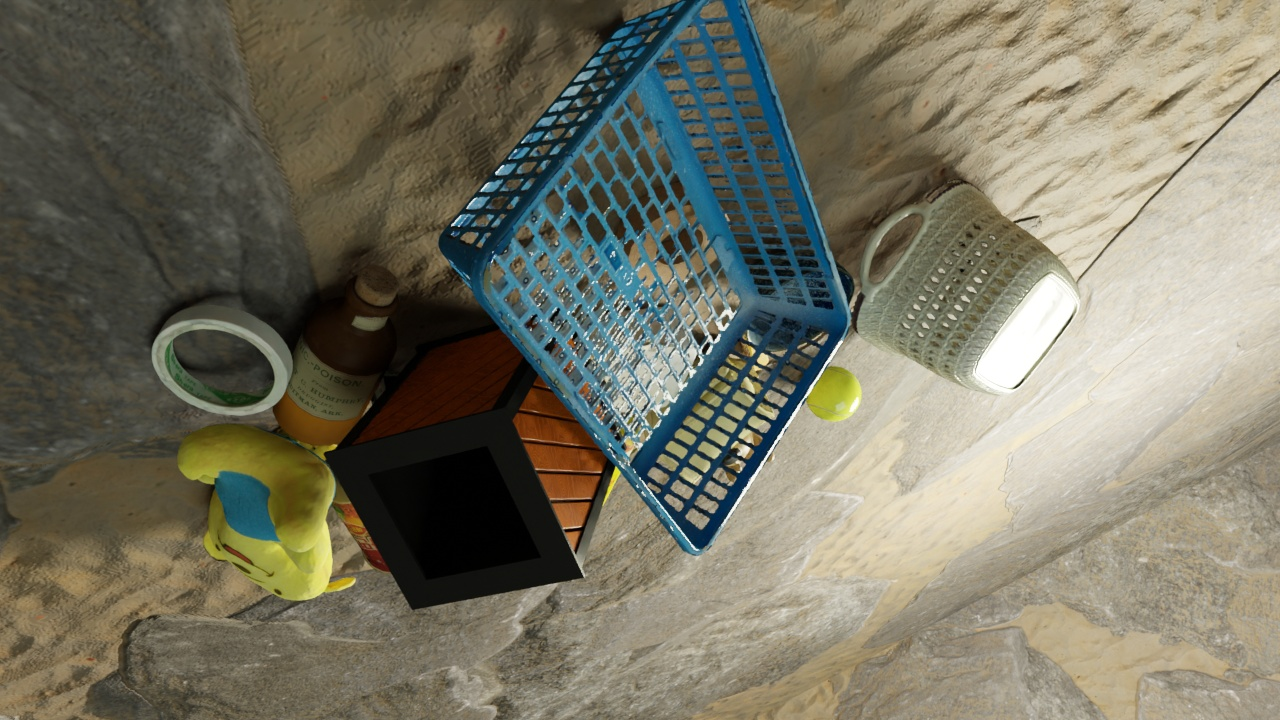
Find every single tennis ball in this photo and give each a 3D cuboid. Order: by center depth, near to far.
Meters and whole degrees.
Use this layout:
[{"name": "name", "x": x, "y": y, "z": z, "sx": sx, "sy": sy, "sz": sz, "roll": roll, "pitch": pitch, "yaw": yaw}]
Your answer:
[{"name": "tennis ball", "x": 0.228, "y": 0.039, "z": 1.085, "sx": 0.065, "sy": 0.065, "sz": 0.065, "roll": -19, "pitch": 147, "yaw": -13}]

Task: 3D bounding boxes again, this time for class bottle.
[{"name": "bottle", "x": -0.223, "y": -0.007, "z": 0.694, "sx": 0.067, "sy": 0.067, "sz": 0.157, "roll": 4, "pitch": 137, "yaw": -39}]

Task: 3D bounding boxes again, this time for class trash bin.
[{"name": "trash bin", "x": -0.113, "y": 0.069, "z": 0.704, "sx": 0.140, "sy": 0.171, "sz": 0.140, "roll": -15, "pitch": 113, "yaw": 17}]

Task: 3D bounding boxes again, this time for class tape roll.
[{"name": "tape roll", "x": -0.301, "y": 0.001, "z": 0.662, "sx": 0.094, "sy": 0.018, "sz": 0.094, "roll": 0, "pitch": 132, "yaw": 0}, {"name": "tape roll", "x": 0.028, "y": -0.105, "z": 0.771, "sx": 0.094, "sy": 0.027, "sz": 0.094, "roll": -19, "pitch": 147, "yaw": -13}]

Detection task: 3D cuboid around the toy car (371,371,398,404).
[{"name": "toy car", "x": -0.189, "y": 0.040, "z": 0.803, "sx": 0.041, "sy": 0.048, "sz": 0.112, "roll": -32, "pitch": 149, "yaw": 19}]

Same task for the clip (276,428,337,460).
[{"name": "clip", "x": -0.293, "y": 0.075, "z": 0.802, "sx": 0.054, "sy": 0.047, "sz": 0.046, "roll": -37, "pitch": 172, "yaw": 18}]

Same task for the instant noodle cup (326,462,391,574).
[{"name": "instant noodle cup", "x": -0.243, "y": 0.133, "z": 0.863, "sx": 0.100, "sy": 0.100, "sz": 0.112, "roll": -25, "pitch": 141, "yaw": -2}]

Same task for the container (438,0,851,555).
[{"name": "container", "x": 0.019, "y": -0.049, "z": 0.659, "sx": 0.256, "sy": 0.089, "sz": 0.362, "roll": -54, "pitch": 140, "yaw": -18}]

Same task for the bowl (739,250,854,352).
[{"name": "bowl", "x": 0.140, "y": -0.067, "z": 0.876, "sx": 0.114, "sy": 0.060, "sz": 0.115, "roll": -17, "pitch": 145, "yaw": -12}]

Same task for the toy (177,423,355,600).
[{"name": "toy", "x": -0.310, "y": 0.133, "z": 0.777, "sx": 0.083, "sy": 0.149, "sz": 0.214, "roll": -47, "pitch": 167, "yaw": -35}]

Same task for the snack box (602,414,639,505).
[{"name": "snack box", "x": -0.044, "y": 0.117, "z": 1.035, "sx": 0.040, "sy": 0.029, "sz": 0.148, "roll": -6, "pitch": 143, "yaw": -29}]

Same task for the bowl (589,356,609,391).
[{"name": "bowl", "x": -0.090, "y": 0.026, "z": 0.813, "sx": 0.145, "sy": 0.063, "sz": 0.145, "roll": 4, "pitch": 118, "yaw": 8}]

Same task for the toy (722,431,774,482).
[{"name": "toy", "x": 0.095, "y": 0.081, "z": 1.030, "sx": 0.134, "sy": 0.105, "sz": 0.108, "roll": -32, "pitch": 137, "yaw": 15}]

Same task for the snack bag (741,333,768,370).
[{"name": "snack bag", "x": 0.117, "y": -0.019, "z": 0.960, "sx": 0.020, "sy": 0.026, "sz": 0.099, "roll": -30, "pitch": 150, "yaw": -5}]

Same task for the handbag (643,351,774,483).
[{"name": "handbag", "x": 0.063, "y": 0.048, "z": 0.941, "sx": 0.119, "sy": 0.111, "sz": 0.081, "roll": -42, "pitch": 118, "yaw": 17}]

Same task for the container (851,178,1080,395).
[{"name": "container", "x": 0.331, "y": -0.061, "z": 0.921, "sx": 0.251, "sy": 0.143, "sz": 0.185, "roll": 15, "pitch": 113, "yaw": -54}]

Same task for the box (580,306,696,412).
[{"name": "box", "x": 0.000, "y": 0.014, "z": 0.861, "sx": 0.107, "sy": 0.095, "sz": 0.103, "roll": -10, "pitch": 145, "yaw": -28}]
